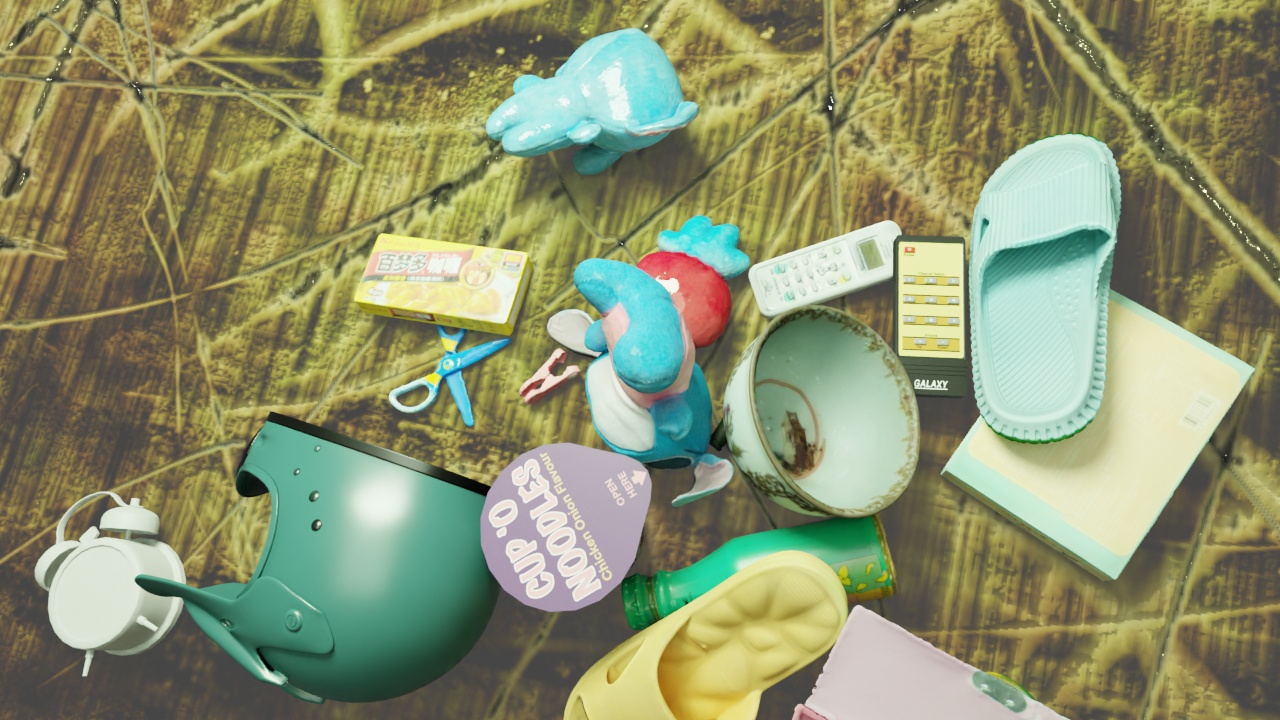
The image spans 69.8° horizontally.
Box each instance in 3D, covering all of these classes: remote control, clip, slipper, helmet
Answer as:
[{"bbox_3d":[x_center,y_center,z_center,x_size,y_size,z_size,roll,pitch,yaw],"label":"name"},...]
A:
[{"bbox_3d":[0.162,-0.077,0.787,0.133,0.022,0.050,-18,74,7],"label":"remote control"},{"bbox_3d":[-0.084,0.011,0.818,0.060,0.023,0.045,-18,70,5],"label":"clip"},{"bbox_3d":[0.305,-0.070,0.705,0.116,0.069,0.275,-5,61,36],"label":"slipper"},{"bbox_3d":[0.039,0.238,0.672,0.264,0.078,0.099,-41,94,17],"label":"slipper"},{"bbox_3d":[-0.247,0.165,0.735,0.275,0.176,0.200,15,78,18],"label":"helmet"},{"bbox_3d":[0.235,-0.037,0.747,0.058,0.013,0.133,2,79,4],"label":"remote control"}]

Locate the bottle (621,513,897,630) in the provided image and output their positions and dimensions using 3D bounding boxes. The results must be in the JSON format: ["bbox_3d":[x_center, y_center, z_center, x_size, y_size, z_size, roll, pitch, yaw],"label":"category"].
[{"bbox_3d":[0.090,0.171,0.720,0.210,0.068,0.068,-14,75,8],"label":"bottle"}]

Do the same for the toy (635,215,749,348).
[{"bbox_3d":[0.042,-0.069,0.795,0.092,0.062,0.132,26,65,1],"label":"toy"}]

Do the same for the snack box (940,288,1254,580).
[{"bbox_3d":[0.349,0.049,0.709,0.141,0.044,0.193,35,85,18],"label":"snack box"}]

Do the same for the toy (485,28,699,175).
[{"bbox_3d":[-0.045,-0.218,0.821,0.180,0.115,0.183,-31,49,-16],"label":"toy"}]

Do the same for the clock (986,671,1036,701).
[{"bbox_3d":[0.229,0.301,0.666,0.162,0.060,0.118,-46,73,-2],"label":"clock"}]

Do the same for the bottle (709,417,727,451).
[{"bbox_3d":[0.100,0.025,0.771,0.033,0.033,0.123,39,87,17],"label":"bottle"}]

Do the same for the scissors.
[{"bbox_3d":[-0.177,0.004,0.842,0.126,0.013,0.125,-26,72,7],"label":"scissors"}]

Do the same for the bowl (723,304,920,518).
[{"bbox_3d":[0.123,0.048,0.704,0.159,0.094,0.159,10,68,-27],"label":"bowl"}]

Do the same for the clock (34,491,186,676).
[{"bbox_3d":[-0.483,0.196,0.839,0.120,0.061,0.159,-32,68,2],"label":"clock"}]

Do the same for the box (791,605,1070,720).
[{"bbox_3d":[0.211,0.295,0.618,0.233,0.040,0.179,29,91,15],"label":"box"}]

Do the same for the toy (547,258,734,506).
[{"bbox_3d":[-0.004,0.004,0.720,0.099,0.192,0.224,-29,55,-11],"label":"toy"}]

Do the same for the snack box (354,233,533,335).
[{"bbox_3d":[-0.181,-0.071,0.847,0.152,0.025,0.075,9,67,13],"label":"snack box"}]

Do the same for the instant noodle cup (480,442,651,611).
[{"bbox_3d":[-0.042,0.131,0.728,0.137,0.122,0.122,-32,73,2],"label":"instant noodle cup"}]
